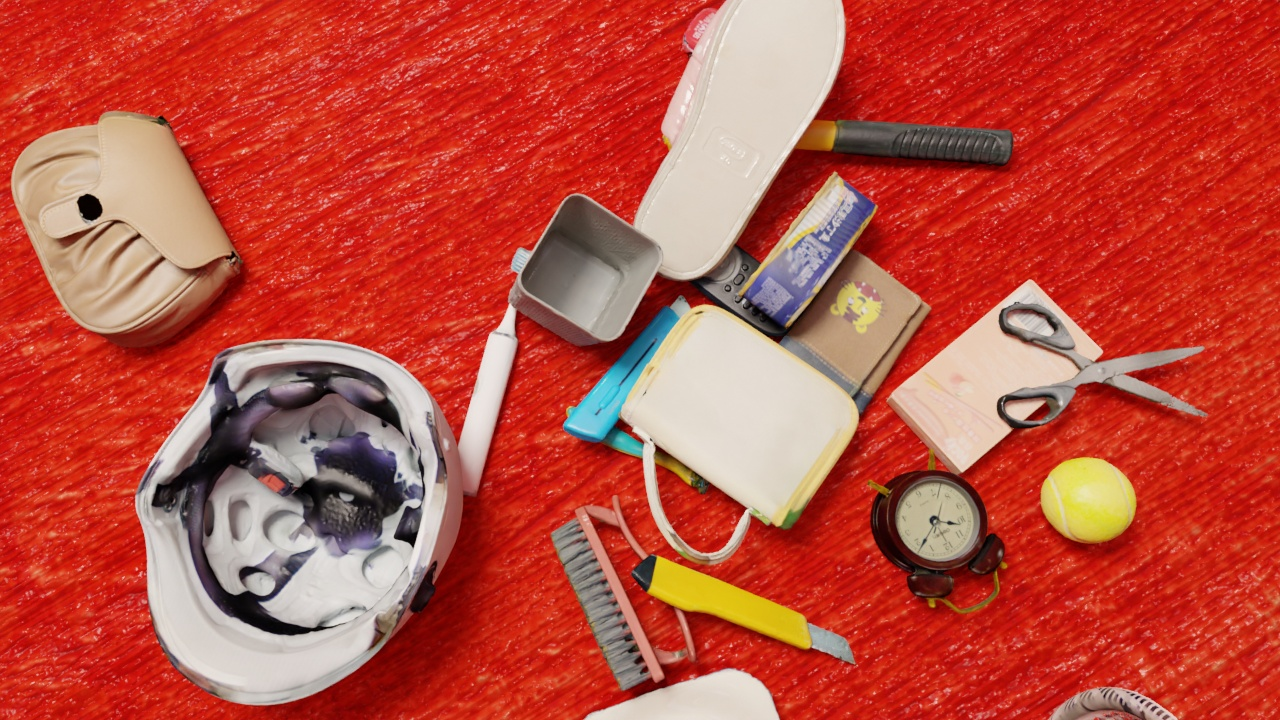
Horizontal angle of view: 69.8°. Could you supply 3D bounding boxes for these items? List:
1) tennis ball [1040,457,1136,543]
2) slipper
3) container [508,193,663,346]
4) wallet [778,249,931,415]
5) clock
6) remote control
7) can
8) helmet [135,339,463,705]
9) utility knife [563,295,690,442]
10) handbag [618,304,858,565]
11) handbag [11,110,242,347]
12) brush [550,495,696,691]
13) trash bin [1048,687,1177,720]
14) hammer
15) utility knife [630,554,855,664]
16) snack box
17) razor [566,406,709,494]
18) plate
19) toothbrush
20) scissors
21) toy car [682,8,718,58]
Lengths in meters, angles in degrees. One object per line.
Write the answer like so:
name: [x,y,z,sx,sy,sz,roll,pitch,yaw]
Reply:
tennis ball: [0.343,0.107,0.703,0.065,0.065,0.065,-1,75,4]
slipper: [0.078,-0.193,0.757,0.114,0.054,0.274,25,99,-5]
container: [-0.051,-0.066,0.745,0.090,0.114,0.090,32,79,-11]
wallet: [0.177,-0.024,0.764,0.090,0.033,0.115,37,79,2]
clock: [0.230,0.135,0.710,0.082,0.055,0.122,-26,77,-3]
remote control: [0.078,-0.070,0.790,0.136,0.024,0.053,38,80,8]
can: [0.139,-0.092,0.754,0.049,0.075,0.147,38,60,2]
helmet: [-0.243,0.117,0.705,0.229,0.146,0.258,14,85,9]
utility knife: [-0.005,0.004,0.767,0.034,0.018,0.161,33,65,11]
handbag: [0.061,0.067,0.725,0.163,0.063,0.178,35,72,7]
handbag: [-0.455,-0.120,0.807,0.147,0.100,0.204,-30,79,-7]
brush: [-0.014,0.179,0.715,0.069,0.063,0.145,-26,73,-7]
trash bin: [0.386,0.334,0.579,0.192,0.228,0.227,8,76,-7]
hammer: [0.170,-0.196,0.800,0.301,0.032,0.129,4,104,0]
utility knife: [0.080,0.194,0.704,0.192,0.015,0.033,24,52,-7]
snack box: [0.289,0.014,0.752,0.157,0.026,0.084,-38,76,-5]
razor: [-0.001,0.069,0.759,0.132,0.028,0.043,22,60,7]
plate: [0.038,0.327,0.685,0.164,0.034,0.163,-17,75,-1]
toothbrush: [-0.124,0.007,0.785,0.026,0.027,0.220,21,75,-30]
scissors: [0.359,0.007,0.731,0.178,0.014,0.159,-34,80,-8]
toy car: [0.096,-0.282,0.836,0.120,0.045,0.053,30,78,13]
